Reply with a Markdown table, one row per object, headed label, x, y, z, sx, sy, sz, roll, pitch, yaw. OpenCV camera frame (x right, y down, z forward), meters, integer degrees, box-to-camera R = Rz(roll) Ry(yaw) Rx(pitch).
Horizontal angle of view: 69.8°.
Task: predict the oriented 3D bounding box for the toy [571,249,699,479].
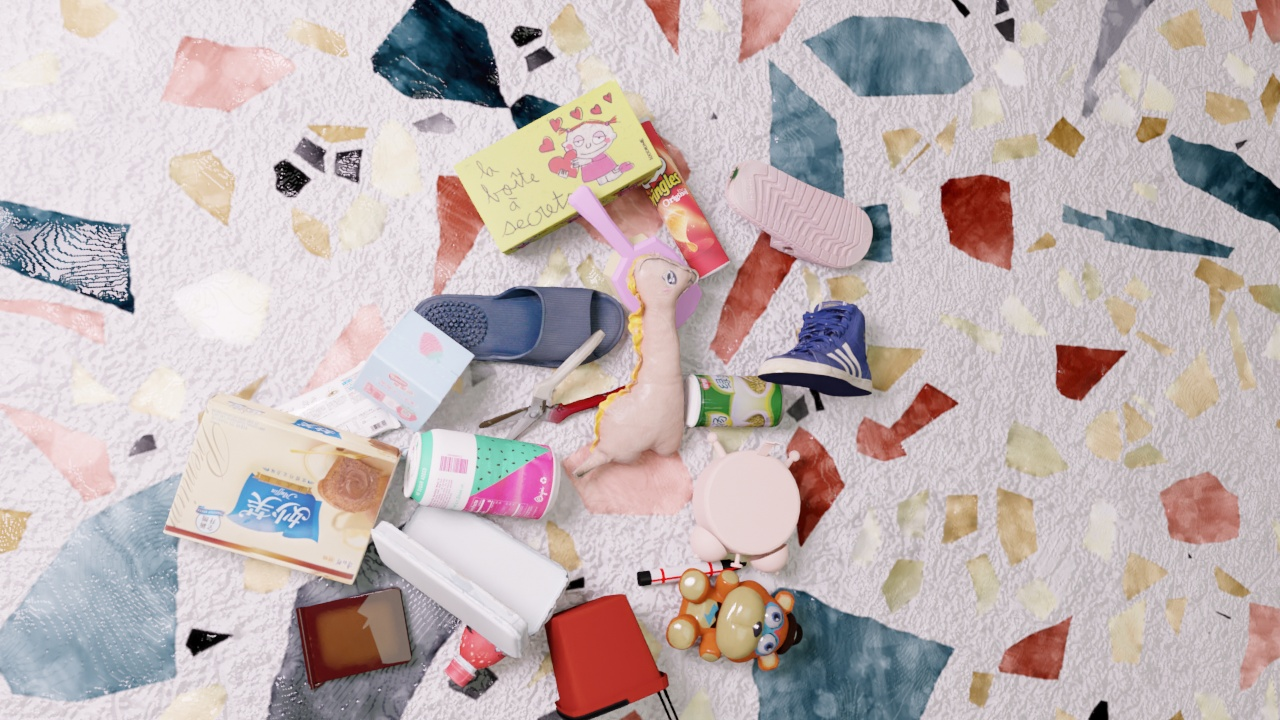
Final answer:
| label | x | y | z | sx | sy | sz | roll | pitch | yaw |
| --- | --- | --- | --- | --- | --- | --- | --- | --- | --- |
| toy | -0.007 | 0.006 | 1.105 | 0.195 | 0.065 | 0.264 | -16 | 114 | -28 |

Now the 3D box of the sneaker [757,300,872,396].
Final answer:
| label | x | y | z | sx | sy | sz | roll | pitch | yaw |
| --- | --- | --- | --- | --- | --- | --- | --- | --- | --- |
| sneaker | 0.228 | -0.027 | 1.162 | 0.232 | 0.092 | 0.118 | 13 | 75 | -48 |

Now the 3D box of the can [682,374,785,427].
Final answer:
| label | x | y | z | sx | sy | sz | roll | pitch | yaw |
| --- | --- | --- | --- | --- | --- | --- | --- | --- | --- |
| can | 0.116 | 0.052 | 1.171 | 0.121 | 0.067 | 0.067 | 2 | 84 | -16 |

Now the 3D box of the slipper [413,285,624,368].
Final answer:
| label | x | y | z | sx | sy | sz | roll | pitch | yaw |
| --- | --- | --- | --- | --- | --- | --- | --- | --- | --- |
| slipper | -0.141 | -0.042 | 1.100 | 0.263 | 0.083 | 0.101 | -2 | 87 | -16 |

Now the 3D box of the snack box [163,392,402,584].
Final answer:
| label | x | y | z | sx | sy | sz | roll | pitch | yaw |
| --- | --- | --- | --- | --- | --- | --- | --- | --- | --- |
| snack box | -0.387 | 0.141 | 1.006 | 0.207 | 0.055 | 0.153 | 20 | 93 | -13 |

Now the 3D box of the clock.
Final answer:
| label | x | y | z | sx | sy | sz | roll | pitch | yaw |
| --- | --- | --- | --- | --- | --- | --- | --- | --- | --- |
| clock | 0.137 | 0.181 | 1.155 | 0.131 | 0.086 | 0.160 | 14 | 83 | -14 |

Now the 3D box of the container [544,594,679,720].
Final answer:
| label | x | y | z | sx | sy | sz | roll | pitch | yaw |
| --- | --- | --- | --- | --- | --- | --- | --- | --- | --- |
| container | -0.032 | 0.378 | 1.053 | 0.127 | 0.148 | 0.200 | -16 | 80 | -18 |

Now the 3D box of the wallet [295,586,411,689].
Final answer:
| label | x | y | z | sx | sy | sz | roll | pitch | yaw |
| --- | --- | --- | --- | --- | --- | --- | --- | --- | --- |
| wallet | -0.325 | 0.314 | 1.045 | 0.115 | 0.018 | 0.091 | -10 | 88 | -13 |

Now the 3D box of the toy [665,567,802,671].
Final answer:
| label | x | y | z | sx | sy | sz | roll | pitch | yaw |
| --- | --- | --- | --- | --- | --- | --- | --- | --- | --- |
| toy | 0.117 | 0.320 | 1.137 | 0.176 | 0.096 | 0.112 | 17 | 82 | -25 |

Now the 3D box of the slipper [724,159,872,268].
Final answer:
| label | x | y | z | sx | sy | sz | roll | pitch | yaw |
| --- | --- | --- | --- | --- | --- | --- | --- | --- | --- |
| slipper | 0.204 | -0.190 | 1.224 | 0.239 | 0.064 | 0.094 | 21 | 82 | -27 |

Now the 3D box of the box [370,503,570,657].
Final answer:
| label | x | y | z | sx | sy | sz | roll | pitch | yaw |
| --- | --- | --- | --- | --- | --- | --- | --- | --- | --- |
| box | -0.195 | 0.229 | 1.009 | 0.211 | 0.106 | 0.129 | 26 | 71 | 12 |

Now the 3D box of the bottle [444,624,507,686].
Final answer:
| label | x | y | z | sx | sy | sz | roll | pitch | yaw |
| --- | --- | --- | --- | --- | --- | --- | --- | --- | --- |
| bottle | -0.170 | 0.314 | 1.064 | 0.062 | 0.062 | 0.137 | 44 | 74 | -8 |

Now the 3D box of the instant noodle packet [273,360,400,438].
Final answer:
| label | x | y | z | sx | sy | sz | roll | pitch | yaw |
| --- | --- | --- | --- | --- | --- | --- | --- | --- | --- |
| instant noodle packet | -0.357 | 0.069 | 1.054 | 0.134 | 0.026 | 0.087 | -29 | 93 | -17 |

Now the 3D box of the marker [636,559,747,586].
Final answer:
| label | x | y | z | sx | sy | sz | roll | pitch | yaw |
| --- | --- | --- | --- | --- | --- | --- | --- | --- | --- |
| marker | 0.067 | 0.267 | 1.159 | 0.145 | 0.019 | 0.019 | -4 | 85 | -16 |

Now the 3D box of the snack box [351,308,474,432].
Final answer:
| label | x | y | z | sx | sy | sz | roll | pitch | yaw |
| --- | --- | --- | --- | --- | --- | --- | --- | --- | --- |
| snack box | -0.258 | 0.012 | 1.043 | 0.093 | 0.095 | 0.079 | 37 | 51 | -9 |

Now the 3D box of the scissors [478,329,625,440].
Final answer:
| label | x | y | z | sx | sy | sz | roll | pitch | yaw |
| --- | --- | --- | --- | --- | --- | --- | --- | --- | --- |
| scissors | -0.095 | 0.040 | 1.116 | 0.196 | 0.015 | 0.180 | 5 | 116 | -33 |

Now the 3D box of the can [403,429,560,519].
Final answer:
| label | x | y | z | sx | sy | sz | roll | pitch | yaw |
| --- | --- | --- | --- | --- | --- | --- | --- | --- | --- |
| can | -0.181 | 0.131 | 1.057 | 0.165 | 0.088 | 0.088 | 11 | 81 | -22 |

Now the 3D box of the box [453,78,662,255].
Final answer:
| label | x | y | z | sx | sy | sz | roll | pitch | yaw |
| --- | --- | --- | --- | --- | --- | --- | --- | --- | --- |
| box | -0.100 | -0.228 | 1.107 | 0.221 | 0.083 | 0.124 | -27 | 92 | -5 |

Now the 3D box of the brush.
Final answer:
| label | x | y | z | sx | sy | sz | roll | pitch | yaw |
| --- | --- | --- | --- | --- | --- | --- | --- | --- | --- |
| brush | -0.014 | -0.127 | 1.116 | 0.089 | 0.043 | 0.228 | -46 | 123 | -4 |

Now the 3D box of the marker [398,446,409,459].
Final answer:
| label | x | y | z | sx | sy | sz | roll | pitch | yaw |
| --- | --- | --- | --- | --- | --- | --- | --- | --- | --- |
| marker | -0.255 | 0.107 | 1.084 | 0.146 | 0.017 | 0.017 | -3 | 85 | -17 |

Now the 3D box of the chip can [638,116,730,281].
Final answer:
| label | x | y | z | sx | sy | sz | roll | pitch | yaw |
| --- | --- | --- | --- | --- | --- | --- | --- | --- | --- |
| chip can | 0.042 | -0.207 | 1.185 | 0.051 | 0.052 | 0.214 | -31 | 93 | -17 |
